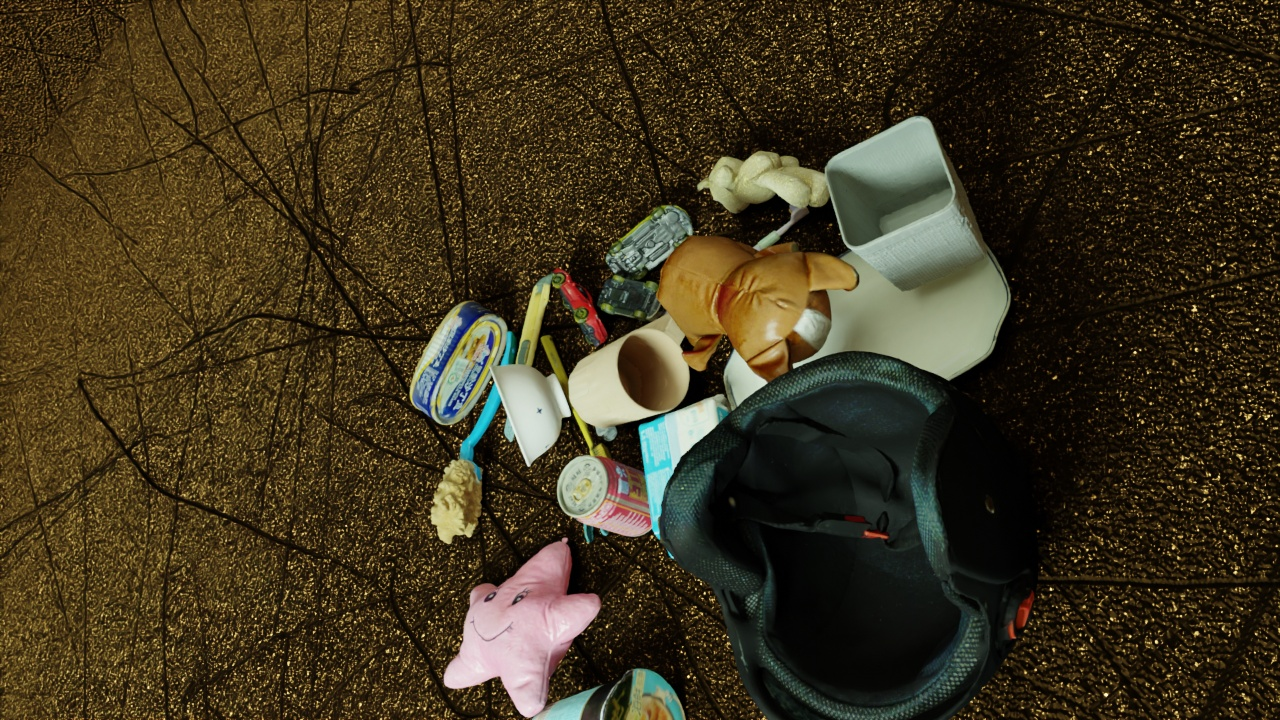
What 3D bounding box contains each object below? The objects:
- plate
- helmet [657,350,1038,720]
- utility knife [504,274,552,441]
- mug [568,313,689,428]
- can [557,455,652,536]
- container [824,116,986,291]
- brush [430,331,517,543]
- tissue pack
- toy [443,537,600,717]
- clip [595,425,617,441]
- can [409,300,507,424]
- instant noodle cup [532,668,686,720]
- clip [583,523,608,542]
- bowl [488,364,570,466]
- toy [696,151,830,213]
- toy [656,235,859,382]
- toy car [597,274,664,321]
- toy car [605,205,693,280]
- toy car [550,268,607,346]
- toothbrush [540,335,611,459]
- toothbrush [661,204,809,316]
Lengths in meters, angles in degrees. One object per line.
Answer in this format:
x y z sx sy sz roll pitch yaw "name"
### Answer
0.198 -0.016 0.822 0.266 0.034 0.162 -34 55 21 "plate"
0.166 0.132 0.663 0.234 0.229 0.274 -6 78 44 "helmet"
-0.133 -0.005 1.082 0.031 0.021 0.206 -2 75 42 "utility knife"
-0.005 0.005 0.924 0.104 0.084 0.124 -24 31 55 "mug"
-0.029 0.132 0.894 0.067 0.093 0.066 -14 64 32 "can"
0.221 -0.120 0.747 0.090 0.114 0.090 -23 60 28 "container"
-0.183 0.085 1.054 0.046 0.083 0.254 11 70 15 "brush"
0.054 0.106 0.862 0.090 0.063 0.140 -23 60 26 "tissue pack"
-0.121 0.258 0.926 0.195 0.074 0.178 -3 50 48 "toy"
-0.042 0.060 0.982 0.025 0.033 0.057 -33 52 19 "clip"
-0.217 0.003 1.100 0.049 0.074 0.148 28 90 38 "can"
-0.036 0.342 0.817 0.121 0.111 0.111 -26 58 36 "instant noodle cup"
-0.049 0.159 0.951 0.040 0.014 0.056 -27 59 25 "clip"
-0.114 0.049 0.998 0.064 0.118 0.118 -21 55 -8 "bowl"
0.124 -0.174 0.911 0.157 0.105 0.066 24 129 56 "toy"
0.103 -0.045 0.808 0.200 0.130 0.140 22 88 62 "toy"
-0.007 -0.065 0.992 0.090 0.035 0.042 15 83 45 "toy car"
0.010 -0.130 1.003 0.105 0.048 0.032 -37 21 21 "toy car"
-0.069 -0.064 1.030 0.031 0.049 0.106 -32 54 -6 "toy car"
-0.073 0.041 1.014 0.017 0.015 0.190 -37 54 14 "toothbrush"
0.093 -0.098 0.943 0.189 0.029 0.021 -38 91 20 "toothbrush"
